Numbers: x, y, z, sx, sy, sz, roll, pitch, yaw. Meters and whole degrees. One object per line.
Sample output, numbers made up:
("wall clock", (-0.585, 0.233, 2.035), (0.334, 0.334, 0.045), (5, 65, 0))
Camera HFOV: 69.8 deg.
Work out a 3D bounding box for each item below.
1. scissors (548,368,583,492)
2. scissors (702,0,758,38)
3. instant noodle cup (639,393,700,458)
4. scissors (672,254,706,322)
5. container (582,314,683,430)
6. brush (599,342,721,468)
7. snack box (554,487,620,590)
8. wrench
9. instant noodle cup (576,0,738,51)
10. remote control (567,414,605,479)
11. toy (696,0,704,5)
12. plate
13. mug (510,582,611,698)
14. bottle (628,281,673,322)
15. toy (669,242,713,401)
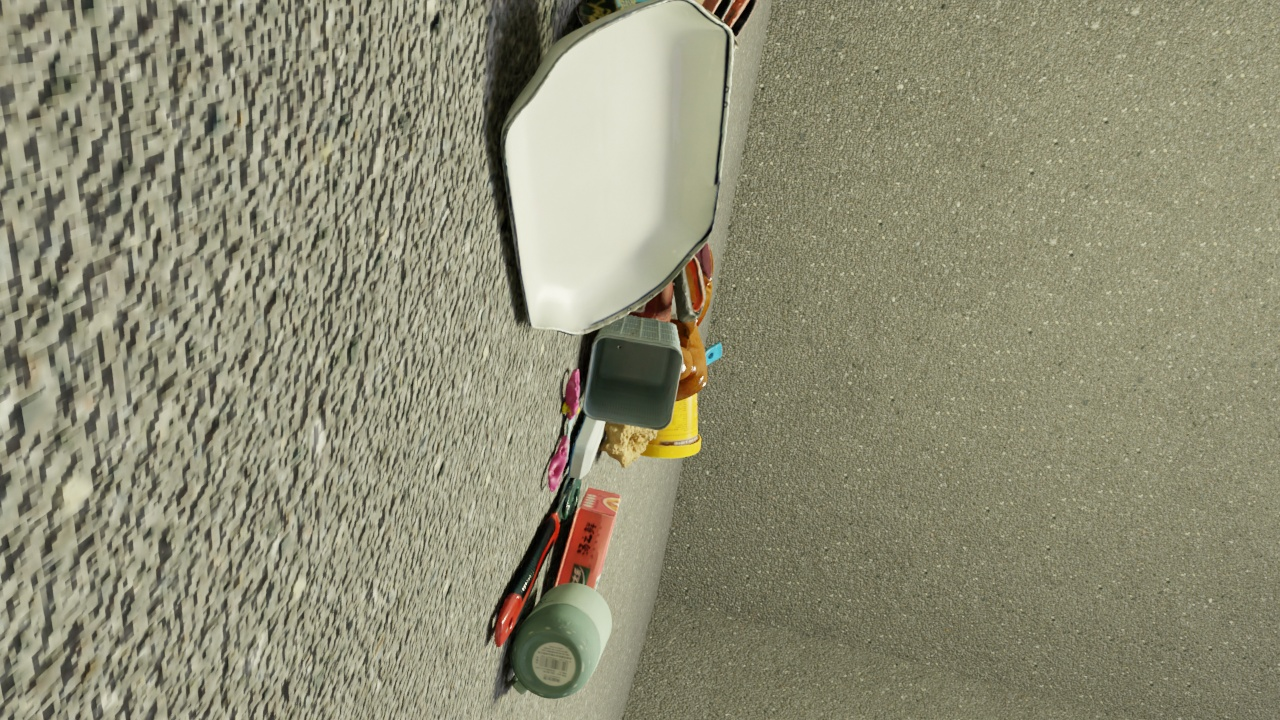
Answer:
("scissors", (-0.069, 0.065, 0.879), (0.134, 0.017, 0.134), (100, 2, -51))
("scissors", (0.042, -0.272, 0.846), (0.204, 0.015, 0.199), (-43, 162, -35))
("instant noodle cup", (0.031, 0.069, 1.309), (0.118, 0.118, 0.114), (-51, 145, -75))
("scissors", (0.021, -0.136, 0.953), (0.227, 0.022, 0.221), (-47, 124, -34))
("container", (-0.006, 0.006, 0.949), (0.111, 0.090, 0.090), (-81, -179, -71))
("brush", (0.033, 0.051, 1.214), (0.253, 0.046, 0.083), (-42, 141, -37))
("snack box", (-0.060, 0.212, 1.027), (0.127, 0.044, 0.113), (-58, 164, -85))
("wrench", (-0.093, 0.178, 0.879), (0.272, 0.016, 0.056), (-62, 163, -68))
("instant noodle cup", (0.001, -0.183, 0.653), (0.111, 0.111, 0.121), (-70, 176, -48))
("remote control", (-0.051, 0.072, 0.983), (0.124, 0.024, 0.049), (-72, 177, -52))
("toy", (0.054, -0.374, 0.849), (0.226, 0.082, 0.143), (28, 77, -78))
("plate", (-0.019, -0.117, 0.593), (0.161, 0.034, 0.266), (-30, 152, -17))
("mug", (-0.087, 0.283, 0.897), (0.112, 0.082, 0.106), (-47, 178, 9))
("bottle", (0.013, -0.140, 1.002), (0.059, 0.060, 0.206), (-48, 144, -76))
("toy", (0.029, -0.052, 1.122), (0.130, 0.140, 0.199), (36, 55, -36))
